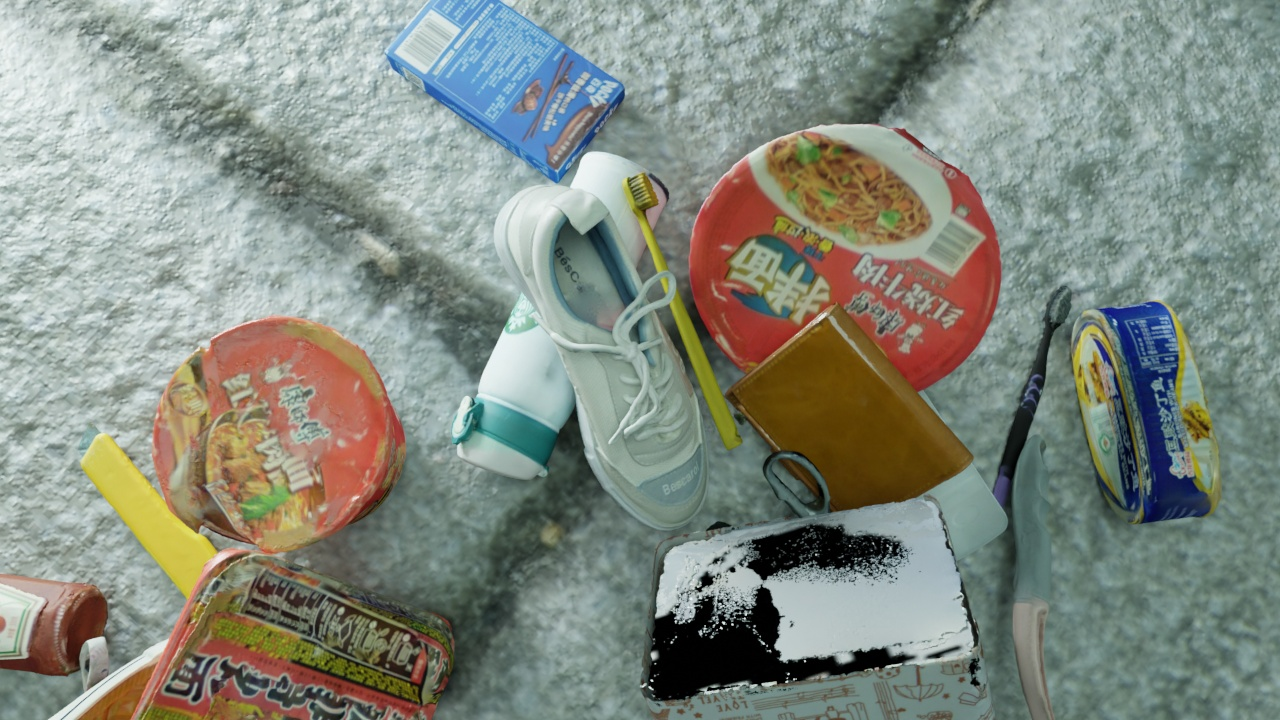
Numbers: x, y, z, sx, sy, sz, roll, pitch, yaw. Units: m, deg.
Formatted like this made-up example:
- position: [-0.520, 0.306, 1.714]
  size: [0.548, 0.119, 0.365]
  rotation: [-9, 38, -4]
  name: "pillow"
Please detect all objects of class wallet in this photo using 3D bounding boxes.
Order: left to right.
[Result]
- position: [0.126, 0.046, 0.598]
  size: [0.130, 0.035, 0.119]
  rotation: [48, 127, -1]
  name: "wallet"

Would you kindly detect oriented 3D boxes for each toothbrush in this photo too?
- position: [0.030, -0.032, 0.599]
  size: [0.017, 0.015, 0.190]
  rotation: [-20, 93, 26]
  name: "toothbrush"
- position: [0.273, 0.032, 0.644]
  size: [0.014, 0.017, 0.189]
  rotation: [21, 81, 0]
  name: "toothbrush"

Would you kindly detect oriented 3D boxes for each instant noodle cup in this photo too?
- position: [-0.211, 0.216, 0.524]
  size: [0.164, 0.079, 0.188]
  rotation: [33, 65, -31]
  name: "instant noodle cup"
- position: [-0.213, 0.050, 0.579]
  size: [0.138, 0.109, 0.137]
  rotation: [0, 79, -1]
  name: "instant noodle cup"
- position: [0.132, -0.066, 0.597]
  size: [0.194, 0.194, 0.065]
  rotation: [26, 36, 3]
  name: "instant noodle cup"

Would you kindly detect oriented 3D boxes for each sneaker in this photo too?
- position: [-0.318, 0.230, 0.551]
  size: [0.240, 0.088, 0.118]
  rotation: [-32, 105, -30]
  name: "sneaker"
- position: [-0.003, 0.003, 0.561]
  size: [0.089, 0.091, 0.242]
  rotation: [-34, 111, -24]
  name: "sneaker"

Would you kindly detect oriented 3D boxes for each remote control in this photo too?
- position: [0.193, 0.069, 0.631]
  size: [0.056, 0.020, 0.136]
  rotation: [-30, 79, -7]
  name: "remote control"

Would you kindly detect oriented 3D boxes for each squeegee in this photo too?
- position: [0.255, 0.162, 0.581]
  size: [0.040, 0.247, 0.249]
  rotation: [-19, 51, 35]
  name: "squeegee"

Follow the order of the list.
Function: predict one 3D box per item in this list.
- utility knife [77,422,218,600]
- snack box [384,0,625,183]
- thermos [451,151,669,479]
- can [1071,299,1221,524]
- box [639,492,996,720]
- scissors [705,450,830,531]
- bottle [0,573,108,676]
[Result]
- position: [-0.324, 0.106, 0.614]
  size: [0.033, 0.015, 0.164]
  rotation: [-41, 82, -14]
  name: "utility knife"
- position: [-0.098, -0.208, 0.674]
  size: [0.157, 0.026, 0.084]
  rotation: [36, 81, 5]
  name: "snack box"
- position: [-0.056, -0.028, 0.619]
  size: [0.073, 0.073, 0.224]
  rotation: [23, 80, 3]
  name: "thermos"
- position: [0.336, 0.034, 0.616]
  size: [0.049, 0.075, 0.148]
  rotation: [-7, 79, 0]
  name: "can"
- position: [0.109, 0.194, 0.549]
  size: [0.183, 0.153, 0.181]
  rotation: [-12, 116, 14]
  name: "box"
- position: [0.123, 0.134, 0.606]
  size: [0.159, 0.014, 0.175]
  rotation: [-9, 101, 13]
  name: "scissors"
- position: [-0.450, 0.157, 0.577]
  size: [0.206, 0.060, 0.059]
  rotation: [7, 79, 0]
  name: "bottle"
